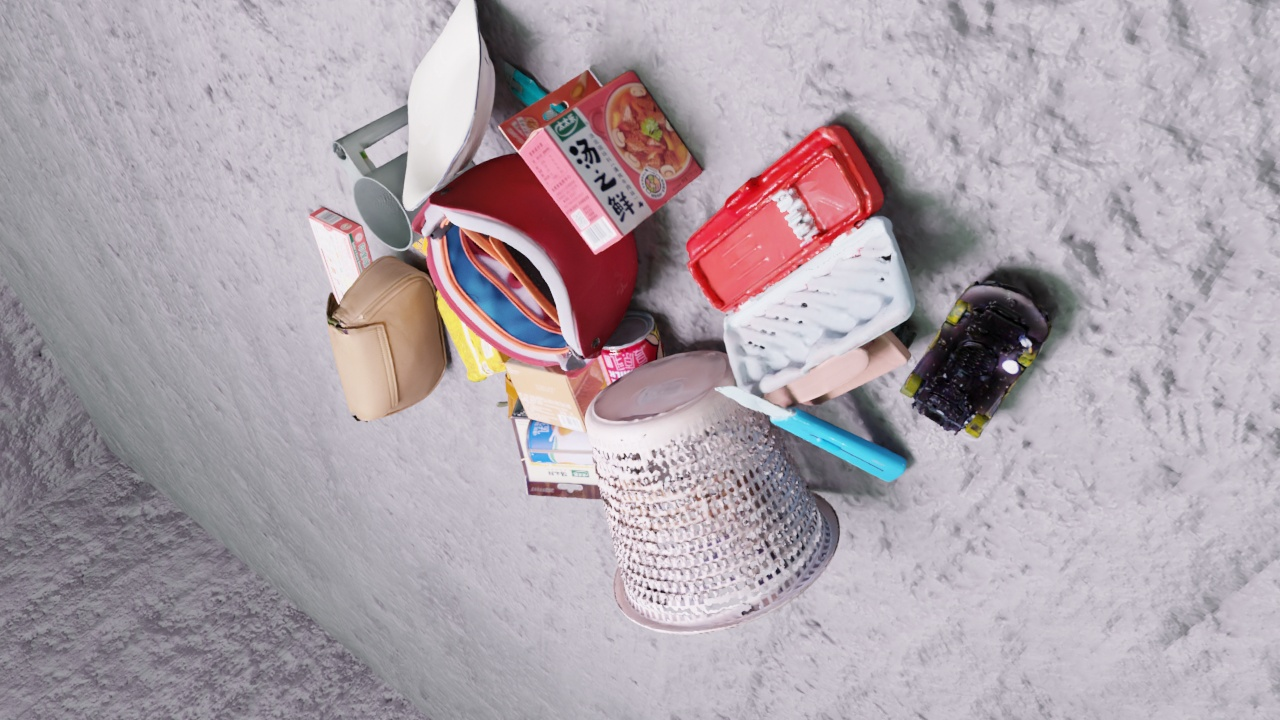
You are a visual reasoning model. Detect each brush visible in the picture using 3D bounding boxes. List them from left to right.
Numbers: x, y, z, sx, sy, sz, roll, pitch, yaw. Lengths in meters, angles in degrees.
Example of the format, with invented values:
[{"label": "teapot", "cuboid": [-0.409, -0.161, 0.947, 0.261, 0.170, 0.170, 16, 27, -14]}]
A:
[{"label": "brush", "cuboid": [0.154, 0.002, 0.758, 0.063, 0.072, 0.146, 47, 147, -3]}]

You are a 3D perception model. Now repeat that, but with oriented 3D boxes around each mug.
[{"label": "mug", "cuboid": [-0.238, -0.190, 0.938, 0.084, 0.103, 0.124, -8, 118, 50]}]

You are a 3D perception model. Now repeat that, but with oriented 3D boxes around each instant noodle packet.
[{"label": "instant noodle packet", "cuboid": [-0.189, -0.036, 1.076, 0.111, 0.044, 0.128, -12, 100, 57]}]

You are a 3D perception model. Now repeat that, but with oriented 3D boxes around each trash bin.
[{"label": "trash bin", "cuboid": [0.049, 0.106, 0.851, 0.228, 0.226, 0.192, 0, 119, 46]}]

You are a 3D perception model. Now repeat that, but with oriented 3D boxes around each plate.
[{"label": "plate", "cuboid": [-0.170, -0.227, 0.830, 0.034, 0.164, 0.164, 11, 155, -32]}]

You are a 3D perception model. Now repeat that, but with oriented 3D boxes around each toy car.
[{"label": "toy car", "cuboid": [0.250, 0.000, 0.683, 0.070, 0.042, 0.158, 34, 145, 15]}]

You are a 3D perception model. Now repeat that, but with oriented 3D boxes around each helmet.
[{"label": "helmet", "cuboid": [-0.094, -0.098, 0.855, 0.207, 0.143, 0.240, 44, 159, -8]}]

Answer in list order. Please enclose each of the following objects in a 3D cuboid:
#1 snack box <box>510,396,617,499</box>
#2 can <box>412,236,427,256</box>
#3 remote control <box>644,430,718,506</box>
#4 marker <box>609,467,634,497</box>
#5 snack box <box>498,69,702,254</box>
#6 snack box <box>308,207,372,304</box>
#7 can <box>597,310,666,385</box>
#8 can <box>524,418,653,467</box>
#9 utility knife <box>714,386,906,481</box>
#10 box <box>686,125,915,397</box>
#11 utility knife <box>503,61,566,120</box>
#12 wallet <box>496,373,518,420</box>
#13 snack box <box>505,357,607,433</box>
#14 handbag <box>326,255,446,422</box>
[{"label": "snack box", "cuboid": [-0.086, 0.102, 1.084, 0.113, 0.053, 0.126, 2, 132, 10]}, {"label": "can", "cuboid": [-0.197, -0.123, 1.003, 0.146, 0.058, 0.058, 35, 144, 14]}, {"label": "remote control", "cuboid": [0.046, 0.112, 1.022, 0.058, 0.021, 0.150, 37, 144, 12]}, {"label": "marker", "cuboid": [-0.008, 0.114, 1.042, 0.017, 0.016, 0.146, 39, 124, 10]}, {"label": "snack box", "cuboid": [-0.029, -0.169, 0.736, 0.127, 0.113, 0.044, 52, 146, -10]}, {"label": "snack box", "cuboid": [-0.390, -0.123, 1.227, 0.077, 0.026, 0.156, 26, 141, 25]}, {"label": "can", "cuboid": [-0.005, 0.005, 0.928, 0.067, 0.066, 0.094, 12, 133, 39]}, {"label": "can", "cuboid": [-0.054, 0.088, 0.998, 0.135, 0.053, 0.053, 0, 129, 16]}, {"label": "utility knife", "cuboid": [0.149, 0.060, 0.784, 0.208, 0.018, 0.034, 25, 148, -25]}, {"label": "box", "cuboid": [0.117, -0.069, 0.714, 0.202, 0.049, 0.160, -35, 73, 54]}, {"label": "utility knife", "cuboid": [-0.058, -0.205, 0.817, 0.178, 0.013, 0.029, 39, 146, 9]}, {"label": "wallet", "cuboid": [-0.125, 0.043, 1.123, 0.119, 0.035, 0.131, 25, 138, 21]}, {"label": "snack box", "cuboid": [-0.072, 0.013, 0.980, 0.093, 0.094, 0.077, 11, 133, 40]}, {"label": "handbag", "cuboid": [-0.321, -0.027, 1.149, 0.100, 0.147, 0.205, 25, 136, 24]}]
